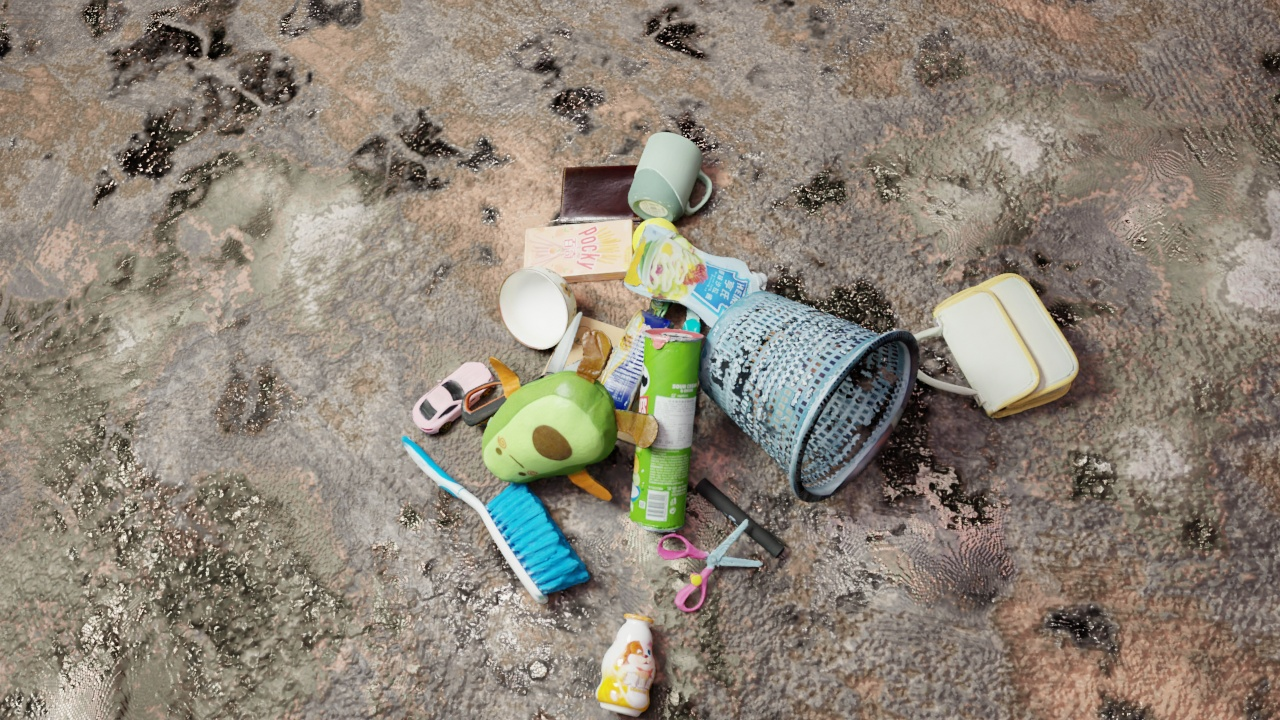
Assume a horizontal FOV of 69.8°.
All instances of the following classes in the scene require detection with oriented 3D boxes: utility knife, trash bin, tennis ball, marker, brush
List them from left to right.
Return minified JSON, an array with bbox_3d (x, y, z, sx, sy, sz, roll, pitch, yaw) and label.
[{"bbox_3d":[-0.192,0.181,1.168,0.109,0.060,0.314,-38,63,-3],"label":"brush"},{"bbox_3d":[0.022,-0.164,1.267,0.065,0.065,0.065,-4,66,8],"label":"tennis ball"},{"bbox_3d":[0.065,-0.012,1.212,0.029,0.013,0.209,3,71,13],"label":"utility knife"},{"bbox_3d":[0.122,0.191,1.121,0.132,0.020,0.022,39,80,22],"label":"marker"},{"bbox_3d":[0.185,0.022,1.093,0.226,0.227,0.195,-47,54,-11],"label":"trash bin"}]

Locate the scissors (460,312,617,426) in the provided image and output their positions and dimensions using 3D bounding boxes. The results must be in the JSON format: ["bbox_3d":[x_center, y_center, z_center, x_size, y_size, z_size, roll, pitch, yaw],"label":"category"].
[{"bbox_3d":[-0.138,0.042,1.194,0.222,0.021,0.220,5,84,13],"label":"scissors"}]

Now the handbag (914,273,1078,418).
[{"bbox_3d":[0.423,-0.010,1.135,0.179,0.063,0.163,-22,63,4],"label":"handbag"}]

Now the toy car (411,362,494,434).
[{"bbox_3d":[-0.255,0.048,1.243,0.122,0.037,0.056,-40,68,-9],"label":"toy car"}]

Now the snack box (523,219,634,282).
[{"bbox_3d":[-0.087,-0.153,1.304,0.157,0.026,0.084,-4,66,9],"label":"snack box"}]

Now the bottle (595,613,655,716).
[{"bbox_3d":[-0.013,0.348,1.054,0.063,0.063,0.108,8,69,13],"label":"bottle"}]

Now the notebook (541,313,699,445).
[{"bbox_3d":[-0.030,0.029,1.225,0.208,0.008,0.147,19,71,17],"label":"notebook"}]

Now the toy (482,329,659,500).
[{"bbox_3d":[-0.100,0.079,1.100,0.247,0.089,0.227,-31,98,32],"label":"toy"}]

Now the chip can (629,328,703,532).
[{"bbox_3d":[0.029,0.082,1.095,0.072,0.072,0.236,7,100,13],"label":"chip can"}]

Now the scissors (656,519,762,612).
[{"bbox_3d":[0.078,0.235,1.093,0.128,0.017,0.133,42,88,-7],"label":"scissors"}]

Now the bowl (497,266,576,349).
[{"bbox_3d":[-0.132,-0.078,1.249,0.113,0.114,0.062,24,32,19],"label":"bowl"}]

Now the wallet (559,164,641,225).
[{"bbox_3d":[-0.056,-0.242,1.342,0.122,0.020,0.096,0,72,9],"label":"wallet"}]

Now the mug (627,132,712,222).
[{"bbox_3d":[0.046,-0.248,1.298,0.111,0.082,0.106,24,70,-14],"label":"mug"}]

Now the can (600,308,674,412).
[{"bbox_3d":[-0.007,0.007,1.185,0.049,0.075,0.148,22,73,14],"label":"can"}]

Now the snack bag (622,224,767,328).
[{"bbox_3d":[0.078,-0.103,1.218,0.191,0.039,0.110,23,61,-6],"label":"snack bag"}]

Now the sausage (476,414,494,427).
[{"bbox_3d":[-0.148,0.086,1.214,0.165,0.021,0.021,8,68,14],"label":"sausage"}]

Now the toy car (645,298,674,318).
[{"bbox_3d":[0.032,-0.090,1.245,0.036,0.043,0.091,23,63,-8],"label":"toy car"}]
